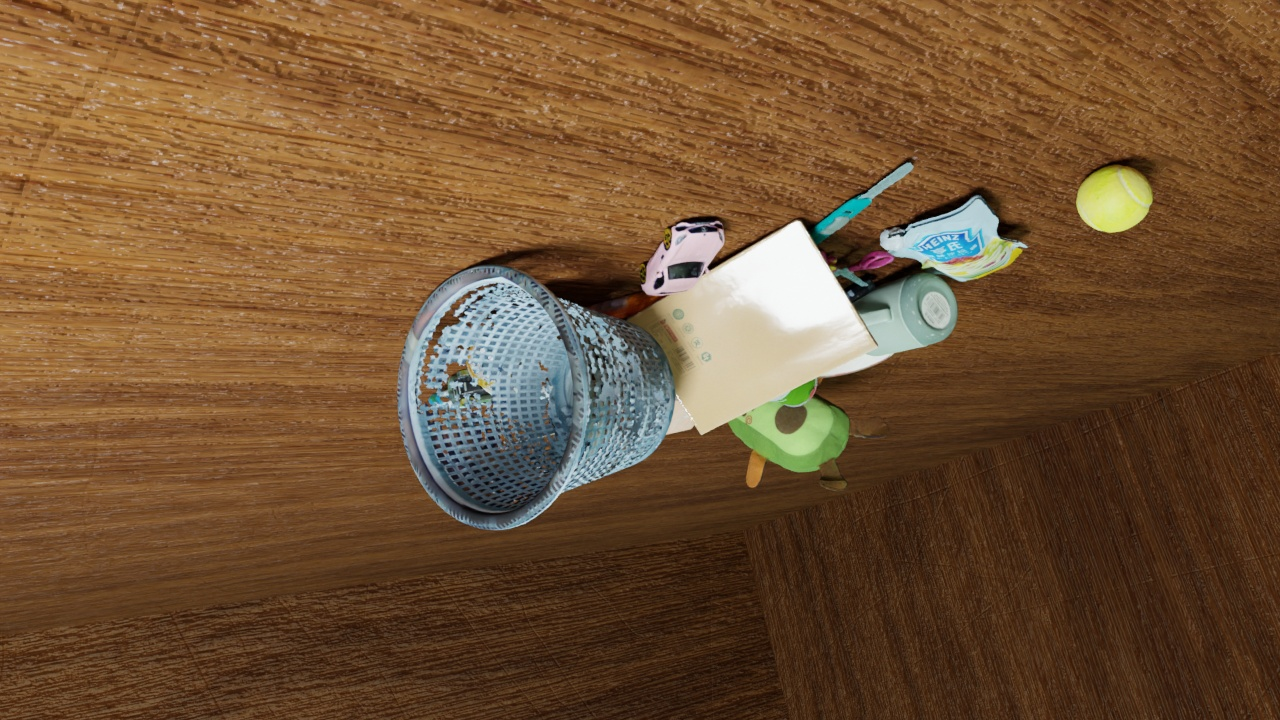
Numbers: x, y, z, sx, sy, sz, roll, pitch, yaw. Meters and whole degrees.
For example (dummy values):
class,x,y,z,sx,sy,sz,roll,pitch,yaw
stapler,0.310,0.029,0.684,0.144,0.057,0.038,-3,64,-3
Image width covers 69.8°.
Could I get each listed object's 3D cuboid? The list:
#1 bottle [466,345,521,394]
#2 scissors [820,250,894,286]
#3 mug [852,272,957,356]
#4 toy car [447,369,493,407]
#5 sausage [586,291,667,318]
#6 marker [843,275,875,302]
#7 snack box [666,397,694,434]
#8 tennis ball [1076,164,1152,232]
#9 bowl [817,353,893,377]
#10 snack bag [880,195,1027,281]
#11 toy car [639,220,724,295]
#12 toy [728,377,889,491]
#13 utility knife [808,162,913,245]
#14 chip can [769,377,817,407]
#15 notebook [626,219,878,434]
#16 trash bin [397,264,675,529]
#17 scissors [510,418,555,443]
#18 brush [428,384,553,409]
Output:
class,x,y,z,sx,sy,sz,roll,pitch,yaw
bottle,-0.145,0.010,0.989,0.063,0.063,0.108,-14,163,3
scissors,0.221,-0.098,0.976,0.129,0.017,0.133,-8,165,36
mug,0.289,-0.051,1.049,0.111,0.082,0.106,-8,176,-27
toy car,-0.176,0.029,1.065,0.091,0.043,0.036,-12,161,2
sausage,0.008,-0.062,0.944,0.165,0.021,0.021,-14,163,5
marker,0.208,-0.056,1.049,0.132,0.020,0.022,-31,-163,-2
snack box,0.018,0.069,1.173,0.157,0.026,0.085,-8,146,-36
tennis ball,0.462,-0.158,0.897,0.065,0.065,0.065,-12,163,-4
bowl,0.264,-0.024,1.188,0.113,0.062,0.113,-13,163,-4
snack bag,0.331,-0.123,0.964,0.111,0.038,0.190,-10,167,36
toy car,0.037,-0.090,0.850,0.056,0.037,0.123,-8,162,-21
toy,0.225,0.096,1.350,0.247,0.226,0.090,22,155,36
utility knife,0.183,-0.131,0.865,0.029,0.013,0.210,-4,161,-30
chip can,0.155,0.018,1.225,0.072,0.072,0.235,-23,160,31
notebook,0.106,-0.027,0.909,0.208,0.148,0.008,-29,-169,25
trash bin,-0.080,0.032,0.858,0.227,0.226,0.194,-24,166,33
scissors,-0.090,0.090,1.240,0.220,0.022,0.222,-9,-175,-28
brush,-0.102,0.043,1.153,0.314,0.060,0.110,-9,157,-10
